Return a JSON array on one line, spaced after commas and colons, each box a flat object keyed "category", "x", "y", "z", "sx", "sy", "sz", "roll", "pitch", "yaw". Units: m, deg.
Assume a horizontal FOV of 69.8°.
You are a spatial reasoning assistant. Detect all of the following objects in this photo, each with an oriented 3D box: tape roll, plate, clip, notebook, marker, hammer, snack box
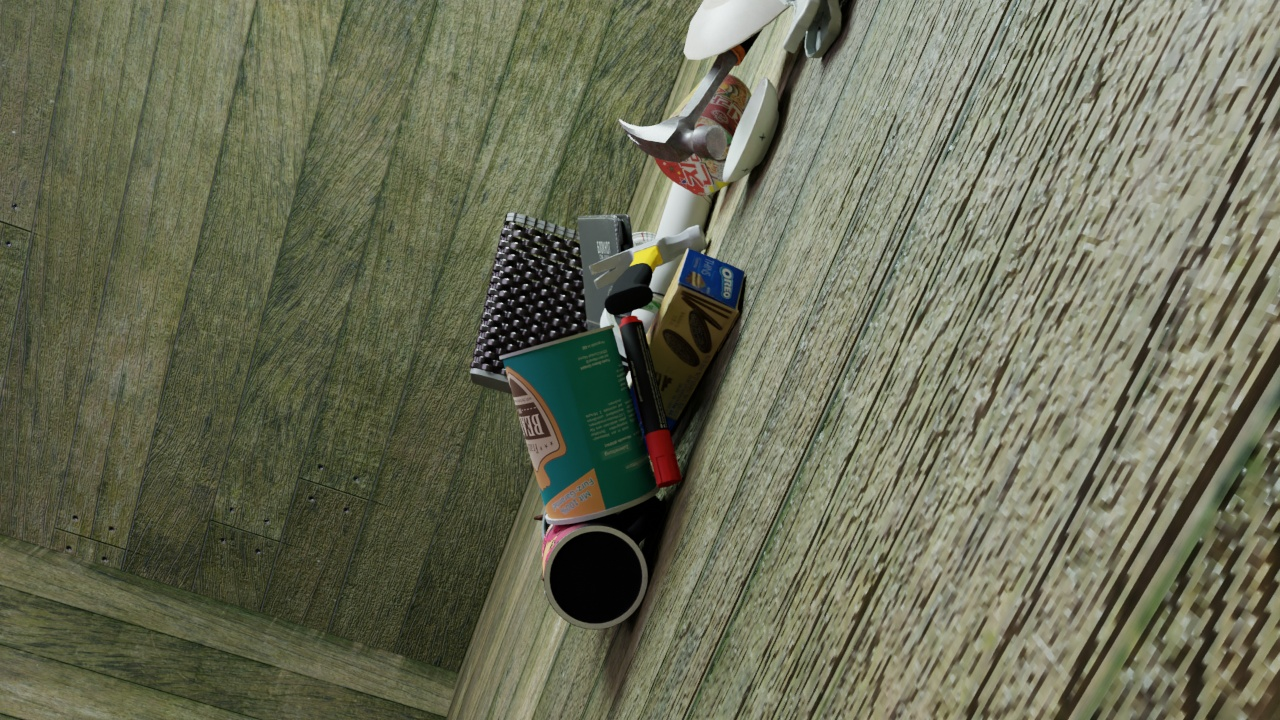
[{"category": "tape roll", "x": 0.007, "y": -0.031, "z": 0.898, "sx": 0.093, "sy": 0.094, "sz": 0.018, "roll": -79, "pitch": 10, "yaw": -50}, {"category": "plate", "x": 0.110, "y": -0.217, "z": 0.881, "sx": 0.104, "sy": 0.026, "sz": 0.104, "roll": -162, "pitch": 92, "yaw": -84}, {"category": "clip", "x": 0.139, "y": -0.329, "z": 0.754, "sx": 0.152, "sy": 0.099, "sz": 0.126, "roll": -62, "pitch": 2, "yaw": -12}, {"category": "notebook", "x": -0.038, "y": -0.079, "z": 1.155, "sx": 0.169, "sy": 0.029, "sz": 0.209, "roll": -159, "pitch": 59, "yaw": -67}, {"category": "marker", "x": 0.006, "y": 0.032, "z": 0.754, "sx": 0.024, "sy": 0.021, "sz": 0.145, "roll": 130, "pitch": 130, "yaw": -59}, {"category": "plate", "x": 0.112, "y": -0.372, "z": 0.904, "sx": 0.189, "sy": 0.027, "sz": 0.188, "roll": -33, "pitch": 30, "yaw": 22}, {"category": "hammer", "x": 0.094, "y": -0.333, "z": 0.956, "sx": 0.138, "sy": 0.035, "sz": 0.313, "roll": 14, "pitch": 66, "yaw": 44}, {"category": "snack box", "x": 0.028, "y": 0.000, "z": 0.815, "sx": 0.056, "sy": 0.057, "sz": 0.207, "roll": -73, "pitch": 6, "yaw": -46}, {"category": "hammer", "x": -0.001, "y": -0.084, "z": 0.890, "sx": 0.323, "sy": 0.127, "sz": 0.029, "roll": -70, "pitch": -39, "yaw": -75}]

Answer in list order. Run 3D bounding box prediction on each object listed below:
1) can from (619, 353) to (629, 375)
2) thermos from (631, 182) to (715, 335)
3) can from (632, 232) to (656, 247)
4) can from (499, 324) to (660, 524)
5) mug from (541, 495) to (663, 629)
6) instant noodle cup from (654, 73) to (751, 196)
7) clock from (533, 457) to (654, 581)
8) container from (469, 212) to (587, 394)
[{"category": "can", "x": -0.006, "y": 0.006, "z": 0.949, "sx": 0.031, "sy": 0.080, "sz": 0.031, "roll": -163, "pitch": 92, "yaw": -84}, {"category": "thermos", "x": 0.041, "y": -0.132, "z": 1.082, "sx": 0.052, "sy": 0.052, "sz": 0.223, "roll": 133, "pitch": 155, "yaw": -74}, {"category": "can", "x": -0.004, "y": -0.102, "z": 1.216, "sx": 0.117, "sy": 0.086, "sz": 0.086, "roll": 120, "pitch": 168, "yaw": -59}, {"category": "can", "x": -0.051, "y": 0.052, "z": 0.770, "sx": 0.099, "sy": 0.099, "sz": 0.144, "roll": -174, "pitch": 68, "yaw": -83}, {"category": "mug", "x": -0.027, "y": 0.156, "z": 0.765, "sx": 0.118, "sy": 0.082, "sz": 0.098, "roll": -43, "pitch": 5, "yaw": -4}, {"category": "instant noodle cup", "x": 0.078, "y": -0.263, "z": 1.023, "sx": 0.112, "sy": 0.100, "sz": 0.101, "roll": -65, "pitch": 2, "yaw": -35}, {"category": "clock", "x": -0.036, "y": 0.140, "z": 0.862, "sx": 0.148, "sy": 0.056, "sz": 0.103, "roll": -44, "pitch": 34, "yaw": 21}, {"category": "container", "x": -0.130, "y": -0.059, "z": 1.465, "sx": 0.247, "sy": 0.245, "sz": 0.243, "roll": 147, "pitch": 138, "yaw": -79}]
